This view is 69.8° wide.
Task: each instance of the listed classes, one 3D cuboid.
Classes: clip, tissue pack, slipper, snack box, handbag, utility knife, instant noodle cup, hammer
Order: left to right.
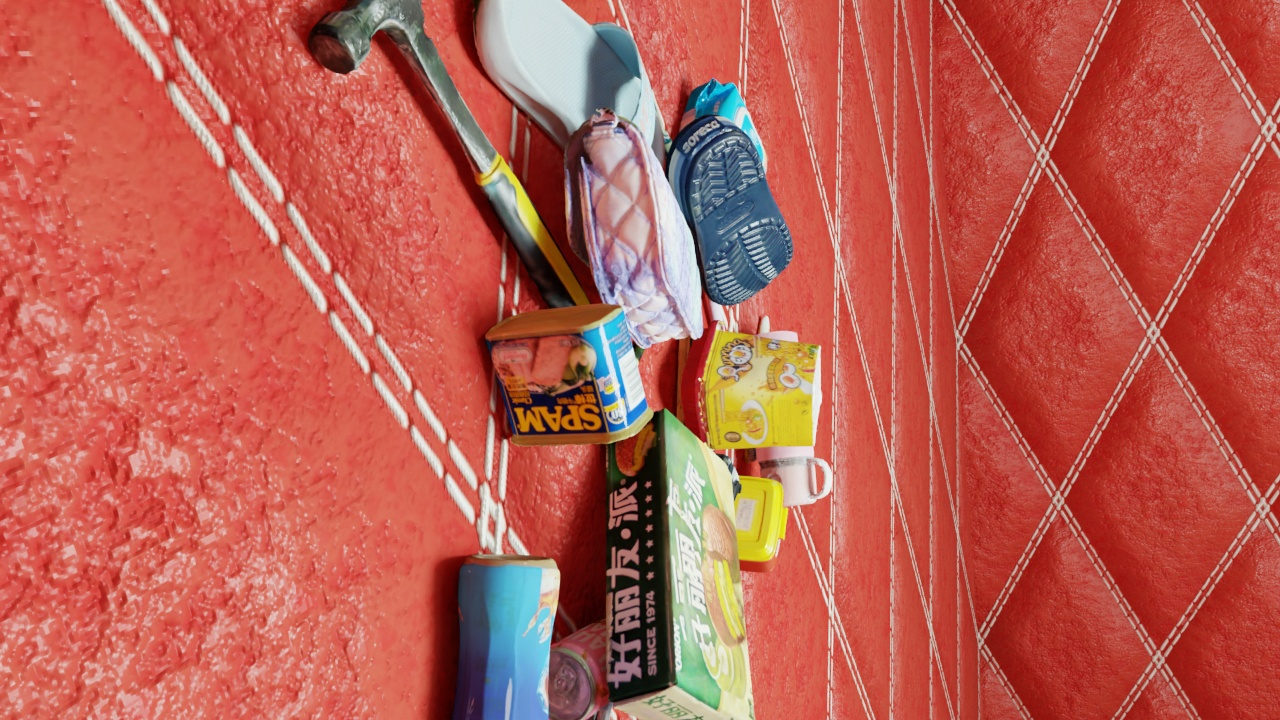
[{"bbox_3d":[-0.093,-0.120,0.626,0.125,0.032,0.323,-65,144,-31],"label":"hammer"},{"bbox_3d":[-0.037,-0.215,0.704,0.245,0.074,0.104,27,64,-59],"label":"slipper"},{"bbox_3d":[-0.034,0.294,0.739,0.026,0.041,0.058,31,66,-62],"label":"clip"},{"bbox_3d":[-0.002,-0.091,0.717,0.194,0.076,0.134,50,31,-72],"label":"handbag"},{"bbox_3d":[0.028,0.167,0.732,0.114,0.063,0.239,44,33,-39],"label":"snack box"},{"bbox_3d":[0.044,-0.017,0.923,0.031,0.021,0.198,22,65,-68],"label":"utility knife"},{"bbox_3d":[0.072,-0.143,0.878,0.095,0.105,0.253,53,-1,30],"label":"slipper"},{"bbox_3d":[0.090,-0.216,0.964,0.140,0.063,0.089,53,43,-48],"label":"tissue pack"},{"bbox_3d":[0.118,0.179,0.983,0.080,0.082,0.091,65,34,-56],"label":"snack box"},{"bbox_3d":[0.113,0.031,0.906,0.116,0.124,0.116,-69,157,-46],"label":"instant noodle cup"}]

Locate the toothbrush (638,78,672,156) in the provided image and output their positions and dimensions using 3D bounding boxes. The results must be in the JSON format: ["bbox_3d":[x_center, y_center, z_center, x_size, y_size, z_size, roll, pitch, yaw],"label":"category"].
[{"bbox_3d":[0.025,-0.216,0.888,0.192,0.018,0.016,58,40,-46],"label":"toothbrush"}]

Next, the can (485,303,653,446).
[{"bbox_3d":[-0.051,0.010,0.634,0.057,0.102,0.083,-42,123,-56],"label":"can"}]

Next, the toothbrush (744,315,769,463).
[{"bbox_3d":[0.143,0.032,1.106,0.016,0.018,0.191,29,62,-41],"label":"toothbrush"}]

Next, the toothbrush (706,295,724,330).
[{"bbox_3d":[0.074,-0.071,0.977,0.029,0.021,0.189,-24,117,-21],"label":"toothbrush"}]

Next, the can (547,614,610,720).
[{"bbox_3d":[-0.024,0.231,0.718,0.147,0.058,0.058,-3,91,-63],"label":"can"}]

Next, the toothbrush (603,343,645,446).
[{"bbox_3d":[-0.005,0.005,0.816,0.012,0.017,0.185,117,-2,-48],"label":"toothbrush"}]

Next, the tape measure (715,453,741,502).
[{"bbox_3d":[0.062,0.118,0.886,0.066,0.066,0.033,61,42,-38],"label":"tape measure"}]

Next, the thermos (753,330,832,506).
[{"bbox_3d":[0.168,0.066,1.048,0.067,0.087,0.198,6,72,-44],"label":"thermos"}]

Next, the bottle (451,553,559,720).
[{"bbox_3d":[-0.090,0.235,0.582,0.065,0.065,0.218,19,72,-62],"label":"bottle"}]
